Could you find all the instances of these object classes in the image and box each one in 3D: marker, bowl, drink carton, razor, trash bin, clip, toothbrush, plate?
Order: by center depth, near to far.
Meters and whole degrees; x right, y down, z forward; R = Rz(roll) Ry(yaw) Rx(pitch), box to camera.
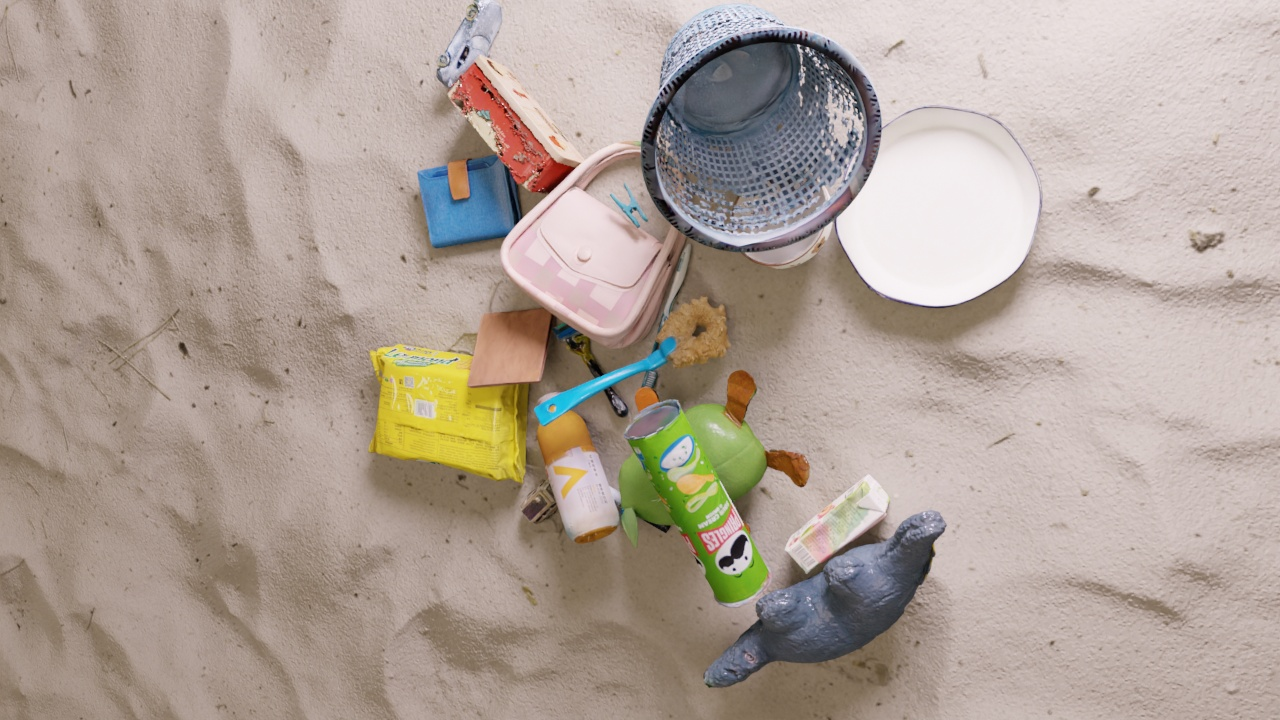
[{"bbox_3d":[0.105,-0.255,0.924,0.226,0.194,0.227,-3,129,-4],"label":"trash bin"},{"bbox_3d":[0.310,-0.159,0.964,0.205,0.045,0.205,4,99,23],"label":"plate"},{"bbox_3d":[0.162,-0.153,1.010,0.114,0.062,0.113,-5,80,32],"label":"bowl"},{"bbox_3d":[0.226,0.187,1.043,0.123,0.053,0.045,-44,82,22],"label":"drink carton"},{"bbox_3d":[-0.012,-0.177,1.057,0.041,0.014,0.056,-34,73,4],"label":"clip"},{"bbox_3d":[0.033,-0.049,1.110,0.018,0.016,0.192,20,105,9],"label":"toothbrush"},{"bbox_3d":[-0.056,0.011,1.152,0.042,0.022,0.142,-31,85,-14],"label":"razor"},{"bbox_3d":[-0.019,0.178,1.161,0.131,0.018,0.023,28,122,16],"label":"marker"}]

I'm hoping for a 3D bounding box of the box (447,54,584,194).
[{"bbox_3d":[-0.156,-0.278,1.115,0.079,0.091,0.168,-42,81,18],"label":"box"}]

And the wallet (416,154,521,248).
[{"bbox_3d":[-0.220,-0.205,1.182,0.133,0.040,0.106,-5,100,22],"label":"wallet"}]

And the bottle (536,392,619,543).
[{"bbox_3d":[-0.084,0.130,1.142,0.068,0.068,0.189,-30,68,23],"label":"bottle"}]

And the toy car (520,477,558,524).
[{"bbox_3d":[-0.118,0.175,1.193,0.091,0.035,0.042,-45,81,19],"label":"toy car"}]

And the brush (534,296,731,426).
[{"bbox_3d":[-0.006,0.006,1.061,0.254,0.046,0.083,-28,67,-6],"label":"brush"}]

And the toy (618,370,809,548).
[{"bbox_3d":[0.068,0.122,1.080,0.247,0.089,0.227,-31,96,27],"label":"toy"}]

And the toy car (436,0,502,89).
[{"bbox_3d":[-0.210,-0.391,1.141,0.037,0.054,0.121,38,108,16],"label":"toy car"}]

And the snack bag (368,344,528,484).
[{"bbox_3d":[-0.258,0.069,1.219,0.247,0.068,0.158,7,100,22],"label":"snack bag"}]

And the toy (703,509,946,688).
[{"bbox_3d":[0.215,0.273,1.019,0.357,0.137,0.091,-43,50,27],"label":"toy"}]

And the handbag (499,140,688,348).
[{"bbox_3d":[-0.037,-0.150,1.099,0.193,0.093,0.234,35,97,15],"label":"handbag"}]

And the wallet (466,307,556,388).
[{"bbox_3d":[-0.162,-0.017,1.155,0.101,0.020,0.115,-4,55,19],"label":"wallet"}]

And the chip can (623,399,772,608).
[{"bbox_3d":[0.064,0.159,1.009,0.072,0.072,0.236,-21,109,23],"label":"chip can"}]
